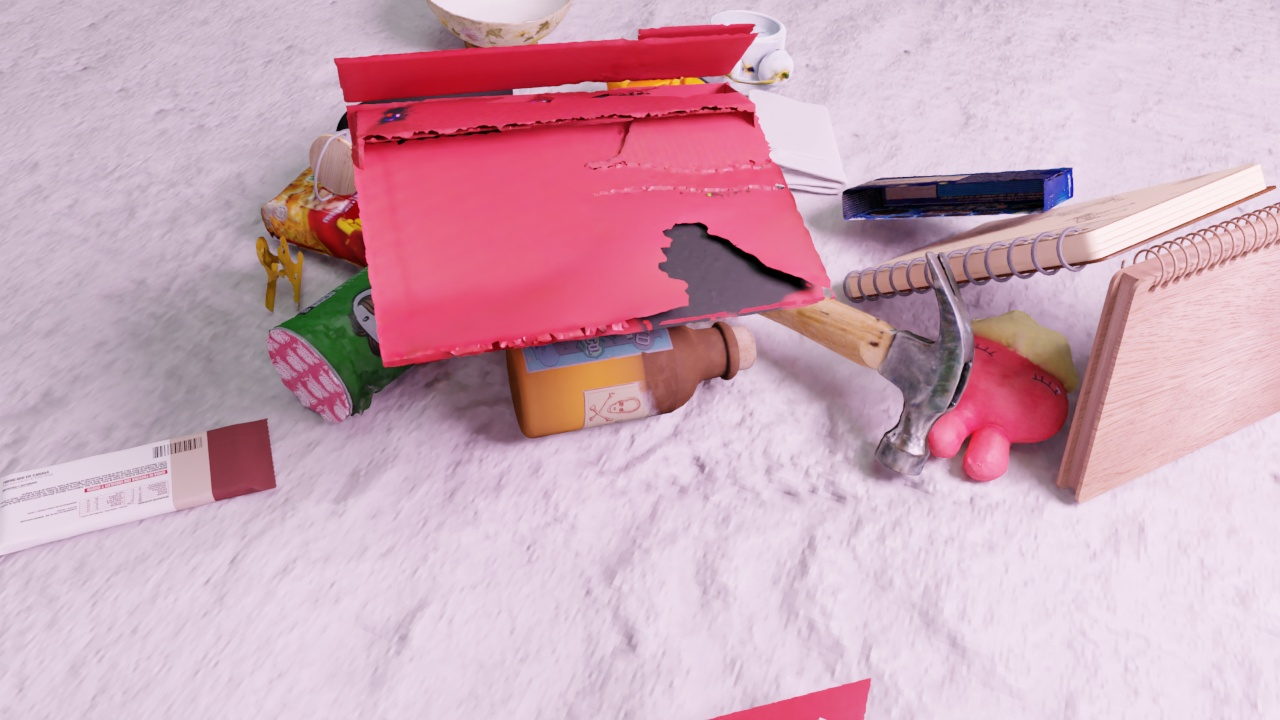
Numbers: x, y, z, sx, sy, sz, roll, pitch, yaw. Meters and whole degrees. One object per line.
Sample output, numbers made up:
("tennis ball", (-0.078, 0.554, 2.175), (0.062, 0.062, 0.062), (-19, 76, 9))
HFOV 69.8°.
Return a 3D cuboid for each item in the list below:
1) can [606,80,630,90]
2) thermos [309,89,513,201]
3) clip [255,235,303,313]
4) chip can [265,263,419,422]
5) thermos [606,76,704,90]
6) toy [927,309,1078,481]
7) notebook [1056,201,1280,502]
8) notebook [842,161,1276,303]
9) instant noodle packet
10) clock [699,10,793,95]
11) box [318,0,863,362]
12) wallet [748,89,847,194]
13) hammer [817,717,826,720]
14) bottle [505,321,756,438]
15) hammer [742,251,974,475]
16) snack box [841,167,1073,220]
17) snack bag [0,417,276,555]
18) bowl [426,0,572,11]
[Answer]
("can", (0.024, -0.216, 0.789), (0.064, 0.064, 0.105), (-31, 58, -29))
("thermos", (-0.176, -0.178, 0.702), (0.061, 0.061, 0.230), (19, 35, 12))
("clip", (-0.256, -0.065, 0.643), (0.044, 0.049, 0.053), (-26, 48, 17))
("chip can", (-0.140, -0.052, 0.623), (0.075, 0.076, 0.222), (31, 52, 20))
("thermos", (-0.031, -0.136, 0.620), (0.076, 0.092, 0.232), (48, 53, 7))
("toy", (0.236, 0.021, 0.609), (0.092, 0.045, 0.135), (35, 65, 21))
("notebook", (0.358, -0.014, 0.570), (0.210, 0.169, 0.022), (-18, 36, -20))
("notebook", (0.260, -0.081, 0.614), (0.167, 0.226, 0.024), (-21, 96, -22))
("instant noodle packet", (-0.207, -0.111, 0.693), (0.135, 0.040, 0.098), (20, 43, 14))
("clock", (0.098, -0.281, 0.857), (0.083, 0.057, 0.117), (0, 41, -6))
("box", (-0.023, -0.183, 0.354), (0.215, 0.512, 0.141), (-8, 50, -13))
("wallet", (0.132, -0.188, 0.800), (0.086, 0.032, 0.116), (11, 45, -10))
("hammer", (-0.011, 0.235, 0.404), (0.323, 0.029, 0.126), (-3, 56, -5))
("bottle", (-0.004, 0.003, 0.588), (0.156, 0.068, 0.067), (-10, 50, -14))
("hammer", (0.072, -0.057, 0.637), (0.331, 0.132, 0.033), (30, 22, 31))
("snack box", (0.239, -0.126, 0.695), (0.150, 0.027, 0.082), (6, 18, 38))
("snack bag", (-0.297, 0.073, 0.536), (0.157, 0.013, 0.057), (-14, 49, -17))
("bowl", (-0.135, -0.332, 0.878), (0.145, 0.063, 0.145), (3, 47, -3))
